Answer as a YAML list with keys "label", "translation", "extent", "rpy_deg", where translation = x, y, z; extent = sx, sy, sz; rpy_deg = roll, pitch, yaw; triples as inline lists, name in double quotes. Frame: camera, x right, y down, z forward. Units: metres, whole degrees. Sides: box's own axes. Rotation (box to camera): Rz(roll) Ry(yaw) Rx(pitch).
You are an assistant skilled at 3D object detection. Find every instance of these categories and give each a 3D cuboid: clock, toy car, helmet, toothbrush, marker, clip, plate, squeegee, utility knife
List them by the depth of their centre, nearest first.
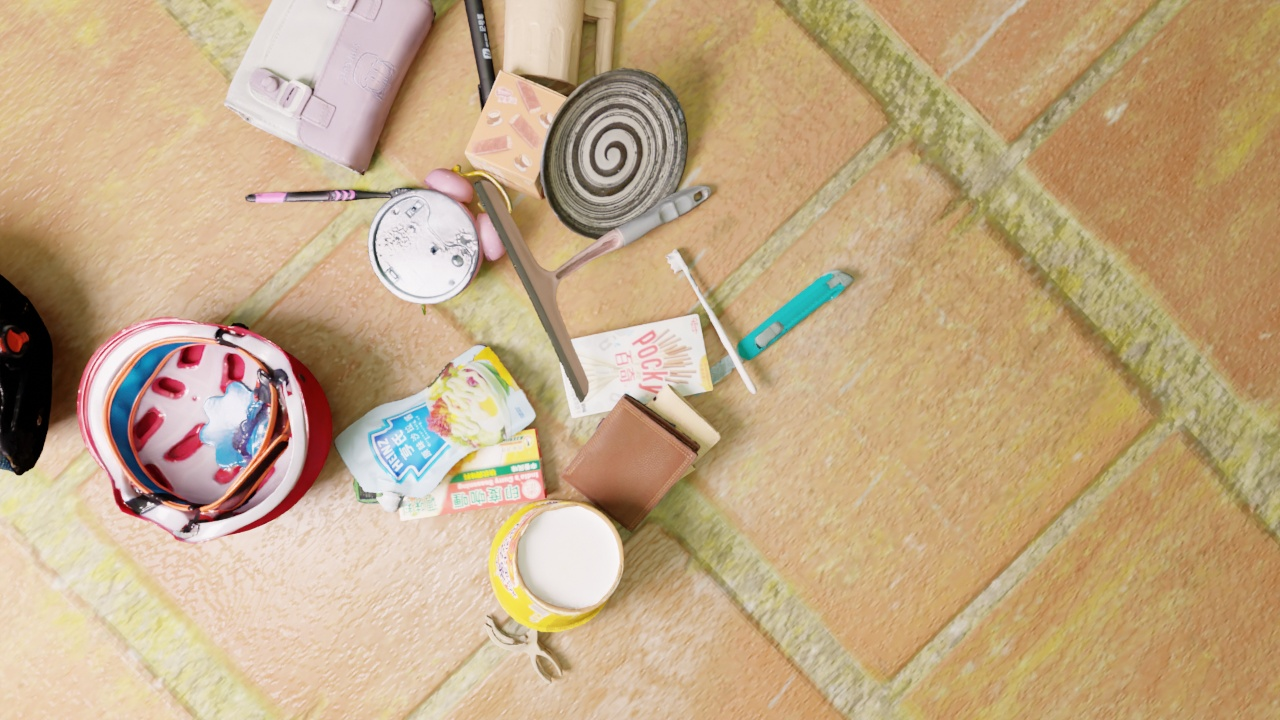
- label: "helmet"
  translation: [-0.683, -0.002, 0.848]
  extent: [0.233, 0.275, 0.229]
  rpy_deg: [-4, 63, -12]
- label: "helmet"
  translation: [-0.418, 0.066, 0.920]
  extent: [0.240, 0.144, 0.207]
  rpy_deg: [29, 88, 12]
- label: "plate"
  translation: [-0.027, -0.213, 0.953]
  extent: [0.179, 0.024, 0.180]
  rpy_deg: [-17, 125, -27]
- label: "clock"
  translation: [-0.204, -0.131, 0.955]
  extent: [0.159, 0.059, 0.117]
  rpy_deg: [-40, 94, 11]
- label: "squeegee"
  translation: [-0.025, -0.124, 0.963]
  extent: [0.249, 0.040, 0.248]
  rpy_deg: [-34, 113, -23]
- label: "toy car"
  translation: [-0.287, 0.108, 0.976]
  extent: [0.043, 0.036, 0.091]
  rpy_deg: [-6, 86, -1]
- label: "clip"
  translation: [-0.114, 0.289, 0.981]
  extent: [0.103, 0.035, 0.092]
  rpy_deg: [31, 89, -6]
- label: "toothbrush"
  translation: [-0.331, -0.177, 0.985]
  extent: [0.189, 0.018, 0.014]
  rpy_deg: [-2, 91, -1]
- label: "marker"
  translation: [-0.172, -0.332, 0.992]
  extent: [0.022, 0.020, 0.132]
  rpy_deg: [-9, 91, 27]
- label: "toothbrush"
  translation: [0.077, -0.041, 0.994]
  extent: [0.016, 0.016, 0.180]
  rpy_deg: [-31, 86, 7]
- label: "utility knife"
  translation: [0.142, -0.031, 1.003]
  extent: [0.216, 0.013, 0.029]
  rpy_deg: [-39, 88, 2]

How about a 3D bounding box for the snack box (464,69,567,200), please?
- label: "snack box"
  translation: [-0.123, -0.231, 0.955]
  extent: [0.077, 0.093, 0.094]
  rpy_deg: [23, 88, -1]

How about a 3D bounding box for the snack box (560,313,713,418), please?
- label: "snack box"
  translation: [-0.006, 0.006, 0.990]
  extent: [0.157, 0.027, 0.084]
  rpy_deg: [-12, 89, 0]

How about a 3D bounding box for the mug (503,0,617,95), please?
- label: "mug"
  translation: [-0.085, -0.338, 0.972]
  extent: [0.124, 0.084, 0.103]
  rpy_deg: [4, 91, -29]

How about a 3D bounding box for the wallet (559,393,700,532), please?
- label: "wallet"
  translation: [-0.013, 0.107, 0.963]
  extent: [0.101, 0.032, 0.125]
  rpy_deg: [37, 108, -1]

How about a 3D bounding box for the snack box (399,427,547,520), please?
- label: "snack box"
  translation: [-0.183, 0.121, 0.982]
  extent: [0.156, 0.027, 0.077]
  rpy_deg: [-9, 89, -2]

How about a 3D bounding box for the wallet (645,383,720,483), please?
- label: "wallet"
  translation: [0.021, 0.092, 0.981]
  extent: [0.087, 0.024, 0.115]
  rpy_deg: [44, 105, -4]

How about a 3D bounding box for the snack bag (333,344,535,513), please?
- label: "snack bag"
  translation: [-0.214, 0.071, 0.956]
  extent: [0.190, 0.039, 0.110]
  rpy_deg: [-34, 82, -13]

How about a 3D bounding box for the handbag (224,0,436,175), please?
- label: "handbag"
  translation: [-0.317, -0.312, 0.951]
  extent: [0.145, 0.098, 0.197]
  rpy_deg: [25, 89, -7]

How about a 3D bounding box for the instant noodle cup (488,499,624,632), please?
- label: "instant noodle cup"
  translation: [-0.080, 0.202, 0.927]
  extent: [0.138, 0.110, 0.138]
  rpy_deg: [4, 73, -13]
